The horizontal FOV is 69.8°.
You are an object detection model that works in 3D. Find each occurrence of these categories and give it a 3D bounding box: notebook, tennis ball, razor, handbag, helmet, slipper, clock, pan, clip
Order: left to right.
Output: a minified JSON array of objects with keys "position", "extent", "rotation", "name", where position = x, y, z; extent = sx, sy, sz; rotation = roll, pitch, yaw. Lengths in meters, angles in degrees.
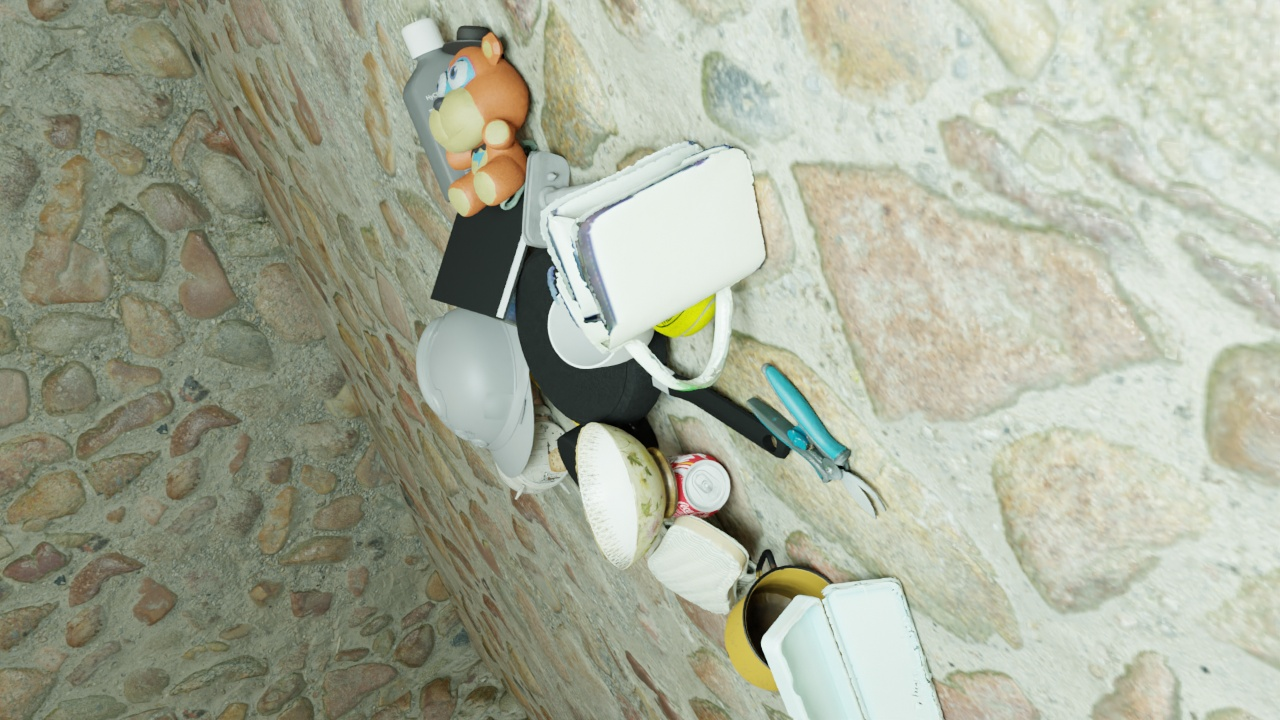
[{"position":[-0.233,0.025,1.201],"extent":[0.184,0.117,0.271],"rotation":[-27,70,55],"name":"helmet"},{"position":[-0.174,-0.128,1.019],"extent":[0.207,0.016,0.149],"rotation":[17,89,58],"name":"notebook"},{"position":[-0.126,-0.188,0.928],"extent":[0.042,0.023,0.076],"rotation":[53,126,18],"name":"clip"},{"position":[-0.145,0.110,1.272],"extent":[0.061,0.103,0.156],"rotation":[-19,74,60],"name":"clock"},{"position":[-0.056,-0.151,0.834],"extent":[0.116,0.047,0.088],"rotation":[2,87,44],"name":"razor"},{"position":[-0.006,0.005,0.877],"extent":[0.356,0.044,0.204],"rotation":[33,129,37],"name":"pan"},{"position":[0.017,-0.057,0.672],"extent":[0.074,0.151,0.176],"rotation":[25,139,54],"name":"handbag"},{"position":[0.031,-0.052,0.754],"extent":[0.065,0.065,0.065],"rotation":[45,152,31],"name":"tennis ball"},{"position":[0.066,0.210,0.961],"extent":[0.114,0.054,0.273],"rotation":[24,158,11],"name":"slipper"}]

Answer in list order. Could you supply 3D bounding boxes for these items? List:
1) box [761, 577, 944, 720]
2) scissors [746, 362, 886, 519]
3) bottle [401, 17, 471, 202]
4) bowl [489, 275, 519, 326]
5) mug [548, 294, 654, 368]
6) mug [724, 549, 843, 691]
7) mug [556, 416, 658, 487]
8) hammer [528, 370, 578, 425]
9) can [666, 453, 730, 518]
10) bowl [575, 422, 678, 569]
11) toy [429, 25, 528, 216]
[{"position":[0.184,0.284,0.771],"extent":[0.074,0.126,0.197],"rotation":[-82,-28,-68],"name":"box"},{"position":[0.135,0.061,0.738],"extent":[0.156,0.019,0.124],"rotation":[20,136,54],"name":"scissors"},{"position":[-0.193,-0.260,0.941],"extent":[0.046,0.083,0.174],"rotation":[8,124,61],"name":"bottle"},{"position":[-0.155,-0.073,1.087],"extent":[0.114,0.061,0.114],"rotation":[20,180,0],"name":"bowl"},{"position":[-0.025,-0.049,0.789],"extent":[0.071,0.089,0.107],"rotation":[4,95,27],"name":"mug"},{"position":[0.131,0.244,0.865],"extent":[0.094,0.100,0.123],"rotation":[106,151,-62],"name":"mug"},{"position":[-0.035,0.091,1.022],"extent":[0.078,0.087,0.114],"rotation":[52,155,19],"name":"mug"},{"position":[-0.125,0.023,1.202],"extent":[0.324,0.034,0.170],"rotation":[40,148,41],"name":"hammer"},{"position":[0.045,0.128,0.937],"extent":[0.064,0.064,0.105],"rotation":[62,157,-4],"name":"can"},{"position":[-0.007,0.125,0.890],"extent":[0.145,0.063,0.145],"rotation":[169,90,-67],"name":"bowl"},{"position":[-0.150,-0.229,0.875],"extent":[0.112,0.096,0.176],"rotation":[-7,78,56],"name":"toy"}]
